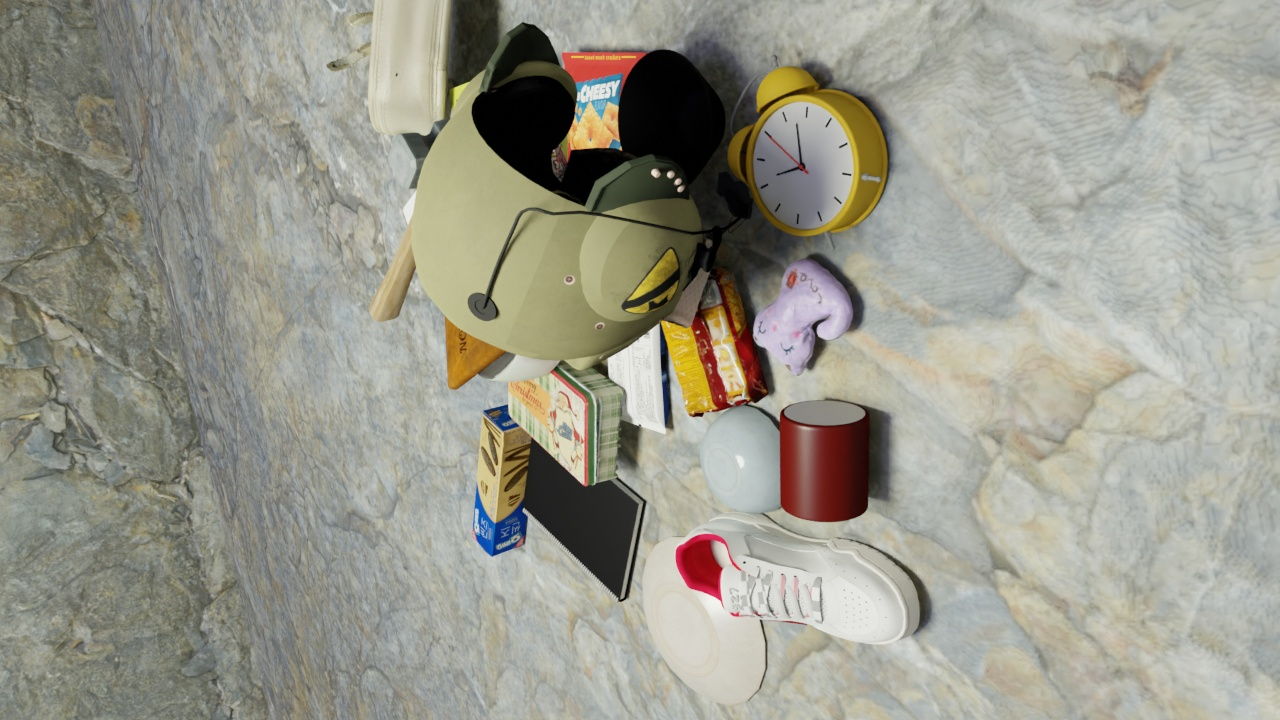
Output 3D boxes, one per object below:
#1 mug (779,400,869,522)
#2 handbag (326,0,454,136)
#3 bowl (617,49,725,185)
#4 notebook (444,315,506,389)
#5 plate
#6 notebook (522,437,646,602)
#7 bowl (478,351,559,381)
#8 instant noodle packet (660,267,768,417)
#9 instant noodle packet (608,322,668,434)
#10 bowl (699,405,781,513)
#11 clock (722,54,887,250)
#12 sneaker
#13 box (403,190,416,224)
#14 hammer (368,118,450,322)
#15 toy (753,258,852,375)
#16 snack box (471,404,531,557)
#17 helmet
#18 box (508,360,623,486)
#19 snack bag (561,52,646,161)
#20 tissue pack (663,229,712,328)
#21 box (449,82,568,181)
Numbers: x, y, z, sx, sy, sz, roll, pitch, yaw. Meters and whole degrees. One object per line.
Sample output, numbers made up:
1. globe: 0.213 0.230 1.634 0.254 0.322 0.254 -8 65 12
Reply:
1. mug: 0.151 0.079 0.785 0.105 0.073 0.082 -129 35 -72
2. handbag: -0.270 -0.382 1.056 0.183 0.132 0.229 -90 10 -61
3. bowl: 0.039 -0.215 0.828 0.124 0.052 0.124 20 117 46
4. notebook: -0.147 -0.094 0.964 0.250 0.014 0.178 -31 59 48
5. plate: 0.057 0.285 0.991 0.189 0.027 0.189 20 117 46
6. notebook: -0.075 0.179 1.127 0.207 0.016 0.149 34 126 39
7. bowl: -0.129 -0.029 1.007 0.117 0.065 0.116 -22 61 46
8. instant noodle packet: 0.066 -0.017 0.872 0.099 0.039 0.135 -17 89 50
9. instant noodle packet: -0.006 0.006 0.975 0.087 0.026 0.134 14 112 48
10. bowl: 0.092 0.098 0.871 0.106 0.039 0.106 25 122 49
11. clock: 0.129 -0.166 0.738 0.152 0.051 0.114 50 135 23
12. sneaker: 0.124 0.204 0.821 0.237 0.104 0.090 16 114 47
13. box: -0.250 -0.146 1.157 0.130 0.102 0.110 -33 75 40
14. hammer: -0.251 -0.142 1.031 0.051 0.117 0.324 59 140 15
15. toy: 0.138 -0.034 0.781 0.080 0.036 0.100 47 133 29
16. snack box: -0.181 0.161 1.215 0.057 0.056 0.207 34 126 39
17. helmet: -0.052 -0.112 0.729 0.250 0.255 0.233 50 130 29
18. box: -0.092 0.052 1.056 0.205 0.050 0.118 36 128 50
19. snack bag: -0.036 -0.234 0.923 0.131 0.039 0.144 20 117 46
20. tissue pack: -0.005 -0.099 0.880 0.181 0.071 0.104 19 90 45
21. box: -0.135 -0.202 1.022 0.125 0.082 0.221 7 106 49
